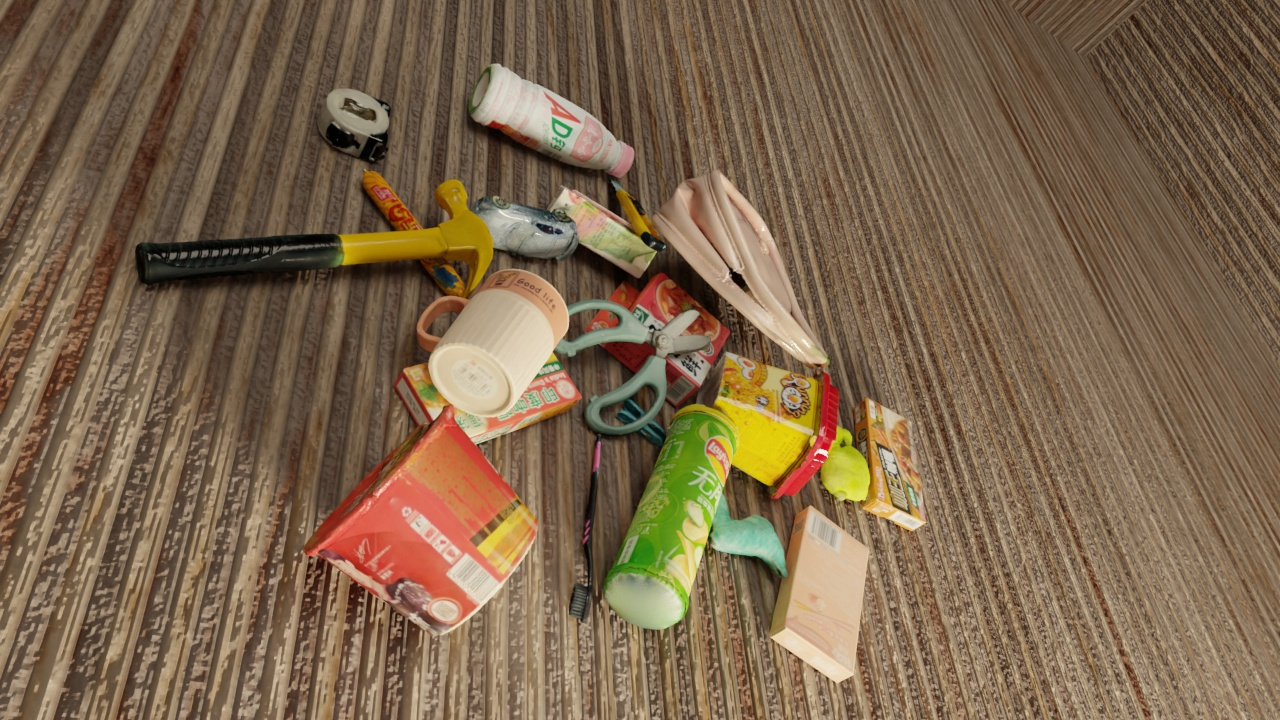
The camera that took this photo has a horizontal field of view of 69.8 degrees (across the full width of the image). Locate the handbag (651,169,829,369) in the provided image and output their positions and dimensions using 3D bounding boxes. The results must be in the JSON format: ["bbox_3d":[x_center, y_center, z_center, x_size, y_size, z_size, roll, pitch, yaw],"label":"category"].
[{"bbox_3d":[0.126,-0.081,0.995,0.234,0.093,0.193,58,14,26],"label":"handbag"}]

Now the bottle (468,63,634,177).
[{"bbox_3d":[-0.097,-0.269,1.059,0.196,0.068,0.068,20,46,-29],"label":"bottle"}]

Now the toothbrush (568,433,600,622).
[{"bbox_3d":[-0.046,0.139,0.796,0.017,0.014,0.188,16,46,-14],"label":"toothbrush"}]

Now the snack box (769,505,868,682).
[{"bbox_3d":[0.178,0.225,0.898,0.084,0.026,0.156,37,41,-9],"label":"snack box"}]

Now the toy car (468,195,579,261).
[{"bbox_3d":[-0.120,-0.131,0.930,0.120,0.054,0.036,10,49,-34],"label":"toy car"}]

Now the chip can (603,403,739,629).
[{"bbox_3d":[0.032,0.135,0.818,0.072,0.073,0.220,37,41,-9],"label":"chip can"}]

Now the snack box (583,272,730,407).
[{"bbox_3d":[0.021,-0.031,0.970,0.127,0.044,0.113,39,40,-6],"label":"snack box"}]

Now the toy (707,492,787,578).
[{"bbox_3d":[0.096,0.162,0.882,0.091,0.030,0.096,15,43,-34],"label":"toy"}]

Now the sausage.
[{"bbox_3d":[-0.214,-0.118,0.867,0.165,0.022,0.021,51,41,8],"label":"sausage"}]

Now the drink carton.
[{"bbox_3d":[-0.043,-0.142,0.998,0.122,0.045,0.053,30,10,-14],"label":"drink carton"}]

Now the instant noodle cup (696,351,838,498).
[{"bbox_3d":[0.123,0.060,0.936,0.123,0.116,0.116,23,44,-6],"label":"instant noodle cup"}]

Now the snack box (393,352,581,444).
[{"bbox_3d":[-0.131,0.027,0.808,0.155,0.027,0.077,-19,69,-46],"label":"snack box"}]

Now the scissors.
[{"bbox_3d":[-0.002,0.009,0.894,0.176,0.019,0.171,-1,74,-21],"label":"scissors"}]

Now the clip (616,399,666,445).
[{"bbox_3d":[0.002,0.062,0.901,0.057,0.014,0.047,42,40,-6],"label":"clip"}]

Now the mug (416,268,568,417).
[{"bbox_3d":[-0.133,-0.019,0.772,0.114,0.082,0.105,17,42,10],"label":"mug"}]

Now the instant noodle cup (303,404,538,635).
[{"bbox_3d":[-0.148,0.118,0.645,0.108,0.138,0.137,46,40,-11],"label":"instant noodle cup"}]

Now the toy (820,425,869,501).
[{"bbox_3d":[0.223,0.112,1.028,0.100,0.031,0.096,48,43,10],"label":"toy"}]

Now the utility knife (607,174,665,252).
[{"bbox_3d":[-0.009,-0.172,1.031,0.033,0.015,0.216,31,18,-29],"label":"utility knife"}]

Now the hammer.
[{"bbox_3d":[-0.259,-0.093,0.780,0.300,0.033,0.128,-10,65,-38],"label":"hammer"}]

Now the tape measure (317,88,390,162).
[{"bbox_3d":[-0.281,-0.233,0.900,0.066,0.034,0.065,15,46,-30],"label":"tape measure"}]

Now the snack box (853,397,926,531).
[{"bbox_3d":[0.292,0.120,1.081,0.075,0.026,0.153,27,43,-19],"label":"snack box"}]
